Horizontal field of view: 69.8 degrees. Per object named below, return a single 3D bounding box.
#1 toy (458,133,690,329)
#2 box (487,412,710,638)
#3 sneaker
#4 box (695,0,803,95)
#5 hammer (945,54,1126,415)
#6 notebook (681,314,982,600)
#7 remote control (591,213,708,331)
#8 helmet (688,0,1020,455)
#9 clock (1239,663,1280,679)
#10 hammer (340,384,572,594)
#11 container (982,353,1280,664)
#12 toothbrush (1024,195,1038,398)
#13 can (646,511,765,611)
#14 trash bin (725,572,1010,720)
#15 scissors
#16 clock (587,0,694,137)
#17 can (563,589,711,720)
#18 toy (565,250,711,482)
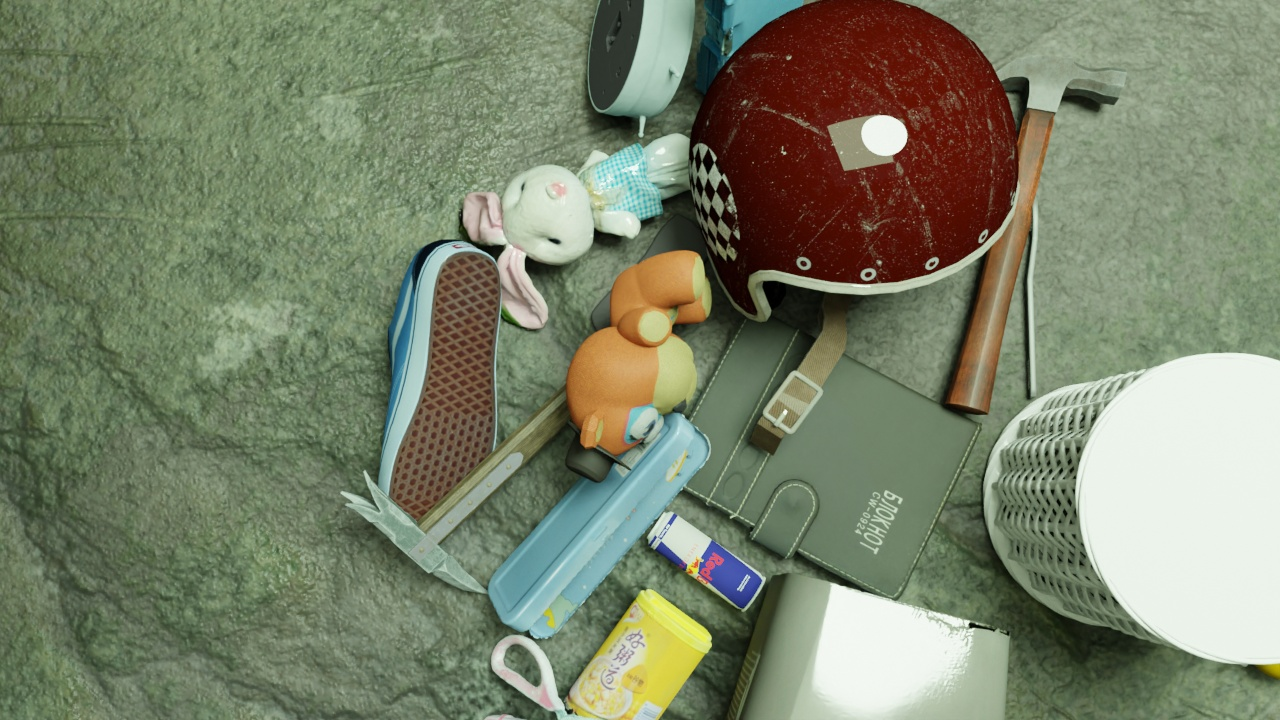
[{"bbox_3d":[-0.044,-0.119,0.724,0.205,0.105,0.131,-25,85,1],"label":"toy"},{"bbox_3d":[-0.029,0.127,0.718,0.210,0.069,0.064,-48,125,0],"label":"box"},{"bbox_3d":[-0.167,0.021,0.739,0.083,0.098,0.241,6,100,-33],"label":"sneaker"},{"bbox_3d":[0.061,-0.294,0.677,0.094,0.231,0.110,-41,81,-3],"label":"box"},{"bbox_3d":[0.294,-0.103,0.731,0.111,0.028,0.300,15,82,14],"label":"hammer"},{"bbox_3d":[0.141,0.074,0.729,0.209,0.029,0.169,28,83,9],"label":"notebook"},{"bbox_3d":[0.009,-0.064,0.761,0.046,0.009,0.124,40,86,7],"label":"remote control"},{"bbox_3d":[0.141,-0.122,0.663,0.233,0.254,0.233,-27,68,-16],"label":"helmet"},{"bbox_3d":[0.517,0.191,0.685,0.152,0.052,0.113,9,83,-1],"label":"clock"},{"bbox_3d":[-0.062,0.043,0.722,0.316,0.028,0.147,-43,120,-8],"label":"hammer"},{"bbox_3d":[0.358,0.098,0.631,0.189,0.187,0.189,-1,82,4],"label":"container"},{"bbox_3d":[0.316,-0.053,0.744,0.013,0.013,0.167,0,83,11],"label":"toothbrush"},{"bbox_3d":[0.051,0.156,0.719,0.095,0.032,0.032,34,85,6],"label":"can"},{"bbox_3d":[0.143,0.274,0.627,0.197,0.197,0.219,14,77,6],"label":"trash bin"},{"bbox_3d":[-0.059,0.247,0.669,0.180,0.016,0.108,-15,68,43],"label":"scissors"},{"bbox_3d":[-0.003,-0.267,0.734,0.045,0.123,0.159,6,63,-22],"label":"clock"},{"bbox_3d":[-0.001,0.233,0.693,0.067,0.067,0.105,36,86,6],"label":"can"},{"bbox_3d":[-0.005,0.004,0.666,0.096,0.112,0.176,36,89,13],"label":"toy"}]
